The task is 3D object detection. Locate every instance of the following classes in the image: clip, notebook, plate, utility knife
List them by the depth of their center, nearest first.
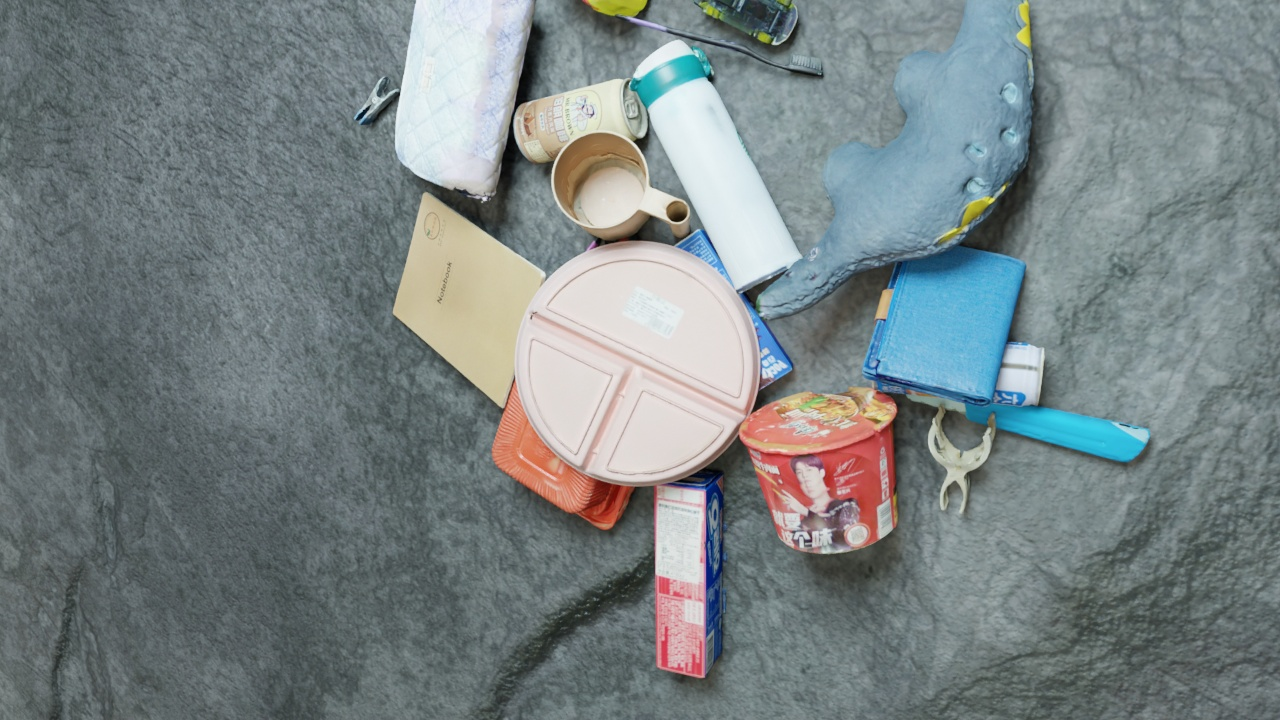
[{"bbox_3d":[0.324,0.048,0.789,0.199,0.018,0.034,14,125,21],"label":"utility knife"},{"bbox_3d":[0.269,0.082,0.807,0.092,0.034,0.103,30,129,11],"label":"clip"},{"bbox_3d":[-0.005,0.005,0.842,0.229,0.028,0.229,0,94,6],"label":"plate"},{"bbox_3d":[-0.182,-0.066,0.939,0.208,0.008,0.148,36,116,34],"label":"notebook"},{"bbox_3d":[-0.275,-0.269,0.961,0.031,0.025,0.057,45,109,1],"label":"clip"}]

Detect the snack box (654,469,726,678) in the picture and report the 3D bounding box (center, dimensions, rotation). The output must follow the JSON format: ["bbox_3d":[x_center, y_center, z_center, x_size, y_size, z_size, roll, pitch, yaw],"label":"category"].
[{"bbox_3d":[0.050,0.211,0.926,0.058,0.057,0.207,6,106,24],"label":"snack box"}]

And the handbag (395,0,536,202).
[{"bbox_3d":[-0.171,-0.262,0.871,0.134,0.075,0.194,28,113,38],"label":"handbag"}]

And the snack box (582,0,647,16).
[{"bbox_3d":[-0.037,-0.352,0.803,0.080,0.091,0.082,29,113,21],"label":"snack box"}]

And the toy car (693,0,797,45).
[{"bbox_3d":[0.092,-0.305,0.788,0.090,0.035,0.042,30,114,7],"label":"toy car"}]

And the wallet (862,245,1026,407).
[{"bbox_3d":[0.249,-0.033,0.756,0.106,0.040,0.132,15,69,18],"label":"wallet"}]

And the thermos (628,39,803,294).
[{"bbox_3d":[0.068,-0.174,0.816,0.073,0.073,0.224,-26,92,26],"label":"thermos"}]

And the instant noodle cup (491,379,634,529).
[{"bbox_3d":[-0.074,0.072,0.930,0.164,0.078,0.189,29,114,18],"label":"instant noodle cup"}]

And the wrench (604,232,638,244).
[{"bbox_3d":[0.011,-0.026,0.904,0.056,0.016,0.273,-17,96,22],"label":"wrench"}]

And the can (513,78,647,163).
[{"bbox_3d":[-0.057,-0.223,0.859,0.116,0.058,0.058,-7,100,24],"label":"can"}]

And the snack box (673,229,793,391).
[{"bbox_3d":[0.066,-0.036,0.864,0.085,0.026,0.157,-34,90,15],"label":"snack box"}]

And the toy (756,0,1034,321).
[{"bbox_3d":[0.225,-0.162,0.730,0.138,0.091,0.357,37,103,16],"label":"toy"}]

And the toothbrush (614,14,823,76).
[{"bbox_3d":[0.068,-0.278,0.797,0.189,0.014,0.017,17,99,4],"label":"toothbrush"}]

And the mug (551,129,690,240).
[{"bbox_3d":[-0.012,-0.146,0.827,0.124,0.103,0.084,23,92,4],"label":"mug"}]

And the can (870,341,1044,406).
[{"bbox_3d":[0.269,0.007,0.782,0.135,0.053,0.053,6,105,22],"label":"can"}]

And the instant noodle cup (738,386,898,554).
[{"bbox_3d":[0.164,0.099,0.811,0.138,0.137,0.108,-7,107,24],"label":"instant noodle cup"}]

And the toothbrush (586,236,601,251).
[{"bbox_3d":[-0.093,-0.061,0.941,0.018,0.014,0.190,48,116,19],"label":"toothbrush"}]
